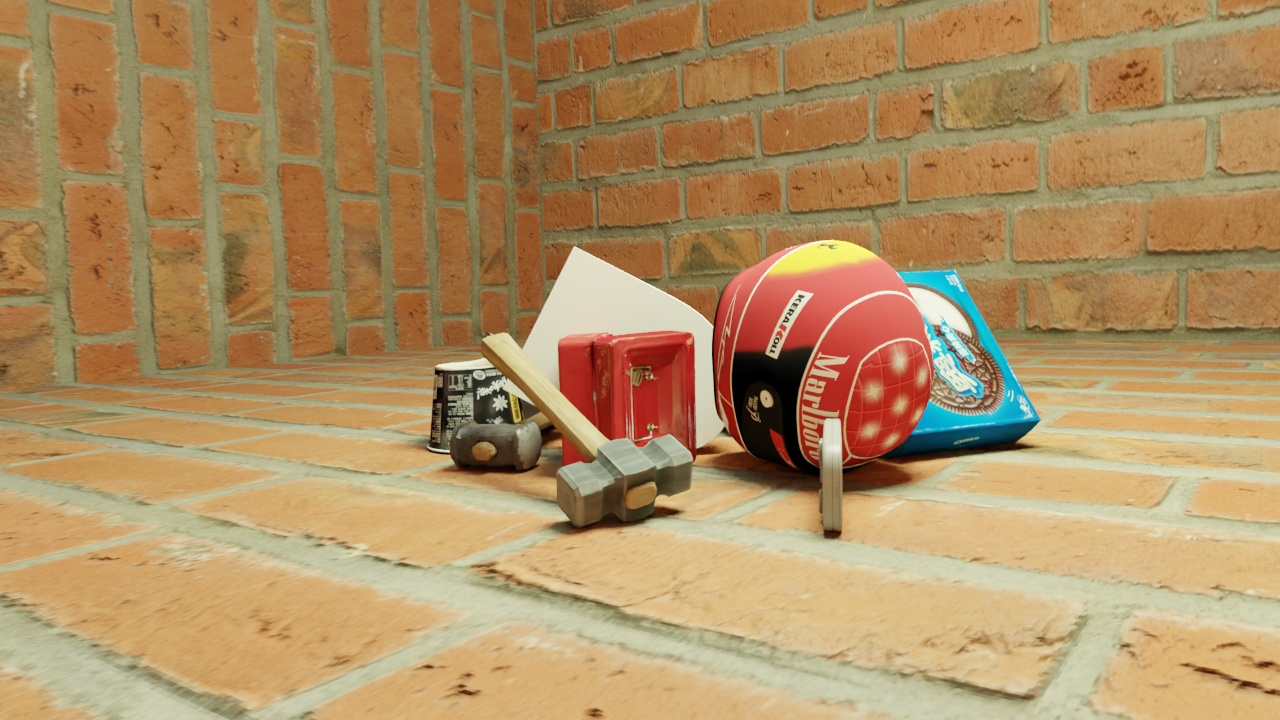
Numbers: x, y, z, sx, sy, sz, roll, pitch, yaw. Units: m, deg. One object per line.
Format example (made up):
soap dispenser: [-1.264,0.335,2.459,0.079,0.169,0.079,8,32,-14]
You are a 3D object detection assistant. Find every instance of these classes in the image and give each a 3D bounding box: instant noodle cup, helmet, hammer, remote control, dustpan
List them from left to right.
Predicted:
instant noodle cup: [-0.217,0.057,1.217,0.137,0.112,0.137,-3,6,0]
hammer: [-0.127,0.077,1.179,0.098,0.052,0.327,0,9,18]
hammer: [-0.081,0.050,0.910,0.117,0.051,0.323,-15,32,-27]
dustpan: [-0.007,0.007,1.121,0.258,0.191,0.053,27,6,1]
helmet: [0.194,0.011,0.970,0.197,0.271,0.224,-14,31,-25]
remote control: [0.166,0.097,0.800,0.019,0.074,0.151,0,5,12]

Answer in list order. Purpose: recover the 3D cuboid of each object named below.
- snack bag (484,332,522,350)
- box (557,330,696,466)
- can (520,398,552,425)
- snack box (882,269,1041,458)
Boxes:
snack bag: [-0.138,0.009,1.227,0.155,0.018,0.074,31,2,-28]
box: [-0.042,0.045,1.034,0.156,0.157,0.146,5,7,44]
can: [-0.146,0.050,1.349,0.099,0.099,0.143,0,5,19]
snack box: [0.341,-0.003,1.113,0.195,0.238,0.056,-4,-34,-21]
